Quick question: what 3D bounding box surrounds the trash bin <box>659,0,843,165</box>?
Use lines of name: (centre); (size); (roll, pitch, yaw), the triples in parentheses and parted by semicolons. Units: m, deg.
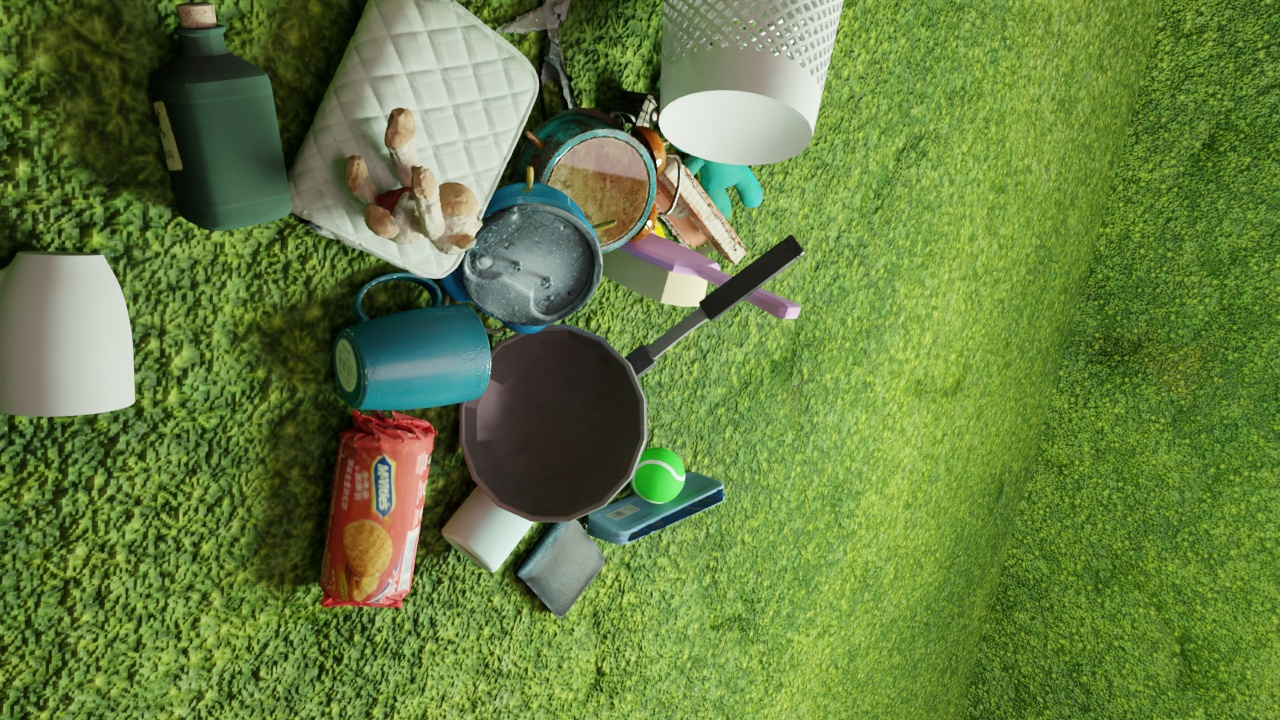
trash bin: (0.095, -0.294, 0.811); (0.195, 0.196, 0.199); (26, 69, -53)

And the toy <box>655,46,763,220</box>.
toy: (0.077, -0.230, 0.970); (0.130, 0.072, 0.193); (-25, 135, 2)

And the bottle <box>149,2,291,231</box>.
bottle: (-0.266, -0.154, 0.576); (0.061, 0.061, 0.131); (-25, 125, -41)

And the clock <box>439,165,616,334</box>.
clock: (-0.104, -0.080, 0.770); (0.116, 0.060, 0.162); (31, 119, -30)

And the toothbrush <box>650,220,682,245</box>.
toothbrush: (0.012, -0.142, 0.970); (0.135, 0.016, 0.021); (32, 77, -53)

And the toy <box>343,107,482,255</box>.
toy: (-0.144, -0.104, 0.626); (0.074, 0.085, 0.106); (-44, 142, 4)

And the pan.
pan: (-0.005, 0.005, 0.821); (0.357, 0.178, 0.041); (-36, 166, 9)

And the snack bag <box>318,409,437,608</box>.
snack bag: (-0.217, 0.123, 0.761); (0.082, 0.082, 0.176); (-3, 108, -51)

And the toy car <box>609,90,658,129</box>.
toy car: (-0.016, -0.214, 0.880); (0.037, 0.040, 0.092); (18, 92, -54)

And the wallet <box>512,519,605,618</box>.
wallet: (-0.087, 0.228, 1.015); (0.089, 0.026, 0.115); (-52, 140, -20)

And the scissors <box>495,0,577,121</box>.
scissors: (-0.049, -0.297, 0.823); (0.201, 0.015, 0.202); (-42, 138, -31)

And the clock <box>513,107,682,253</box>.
clock: (-0.035, -0.162, 0.830); (0.157, 0.073, 0.121); (-5, 119, -27)

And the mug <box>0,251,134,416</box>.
mug: (-0.356, -0.018, 0.534); (0.107, 0.071, 0.089); (-1, 99, -23)

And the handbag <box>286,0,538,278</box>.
handbag: (-0.172, -0.169, 0.682); (0.138, 0.072, 0.194); (28, 84, -44)

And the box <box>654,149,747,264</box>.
box: (0.047, -0.161, 0.961); (0.048, 0.085, 0.187); (-56, 140, -8)

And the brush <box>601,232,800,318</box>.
brush: (0.048, -0.074, 0.874); (0.089, 0.229, 0.043); (-5, 118, -51)

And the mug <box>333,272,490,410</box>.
mug: (-0.189, -0.015, 0.735); (0.104, 0.085, 0.112); (-11, 86, -38)

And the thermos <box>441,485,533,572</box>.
thermos: (-0.105, 0.106, 0.901); (0.206, 0.065, 0.078); (-52, 169, -22)

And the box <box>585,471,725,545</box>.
box: (0.023, 0.180, 1.097); (0.209, 0.066, 0.037); (-15, 114, -48)

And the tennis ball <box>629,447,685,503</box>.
tennis ball: (0.019, 0.134, 1.070); (0.065, 0.065, 0.065); (-26, 126, -43)
